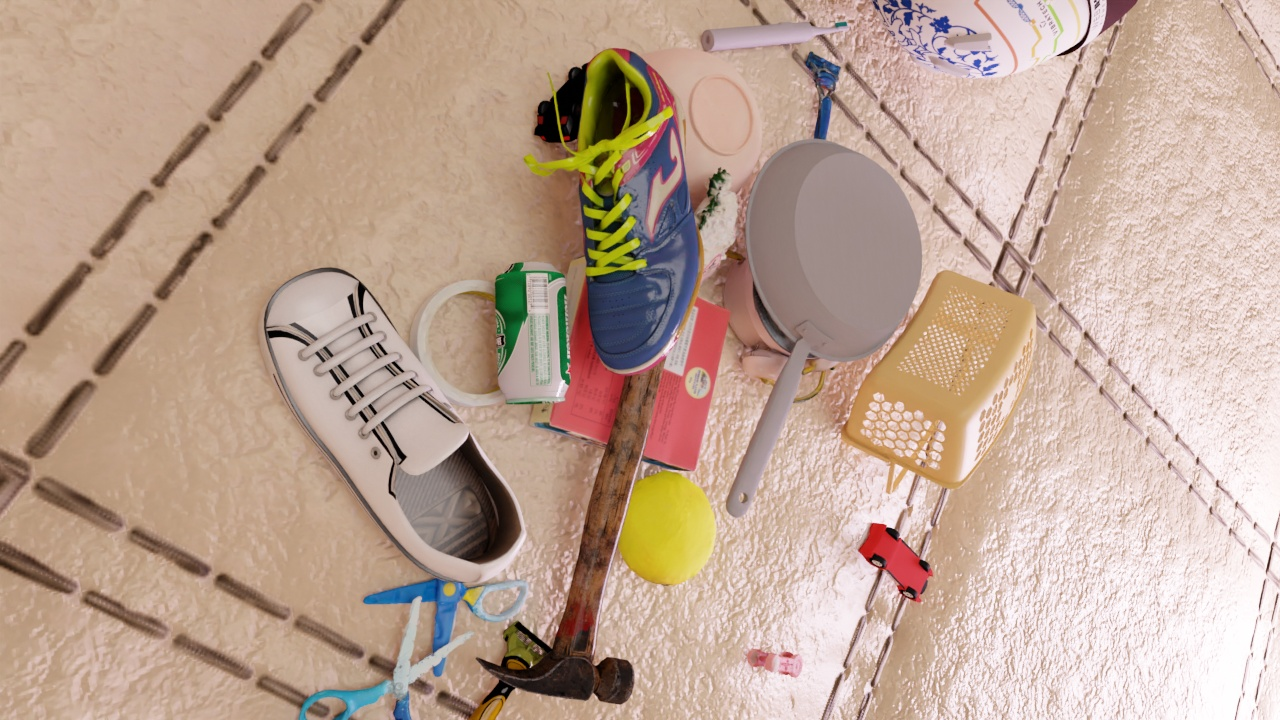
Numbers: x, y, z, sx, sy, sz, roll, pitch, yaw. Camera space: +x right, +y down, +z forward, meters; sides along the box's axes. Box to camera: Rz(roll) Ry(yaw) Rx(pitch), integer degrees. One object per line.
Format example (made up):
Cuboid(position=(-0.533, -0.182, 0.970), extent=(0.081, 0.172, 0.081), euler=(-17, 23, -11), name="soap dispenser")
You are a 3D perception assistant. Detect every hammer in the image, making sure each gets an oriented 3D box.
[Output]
Cuboid(position=(-0.025, 0.086, 0.690), extent=(0.120, 0.033, 0.330), euler=(18, 81, -29), name="hammer")

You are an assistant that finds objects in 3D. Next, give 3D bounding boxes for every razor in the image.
Cuboid(position=(0.178, -0.233, 0.901), extent=(0.043, 0.018, 0.140), euler=(13, 78, -32), name="razor")
Cuboid(position=(-0.117, 0.261, 0.664), extent=(0.044, 0.021, 0.143), euler=(46, 66, -21), name="razor")

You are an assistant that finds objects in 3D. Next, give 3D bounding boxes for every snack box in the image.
Cuboid(position=(-0.004, 0.004, 0.748), extent=(0.144, 0.040, 0.142), euler=(21, 75, -30), name="snack box")

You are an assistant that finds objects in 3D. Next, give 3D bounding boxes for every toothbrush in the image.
Cuboid(position=(0.135, -0.314, 0.881), extent=(0.187, 0.018, 0.019), euler=(-18, 97, -33), name="toothbrush")

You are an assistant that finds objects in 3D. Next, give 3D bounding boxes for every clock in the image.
Cuboid(position=(0.136, -0.040, 0.831), extent=(0.116, 0.059, 0.158), euler=(-17, 95, -32), name="clock")

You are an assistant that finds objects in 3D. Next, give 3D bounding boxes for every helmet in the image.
Cuboid(position=(0.349, -0.396, 0.901), extent=(0.314, 0.231, 0.236), euler=(28, 103, -23), name="helmet")

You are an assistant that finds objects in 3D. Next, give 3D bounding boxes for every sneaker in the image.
Cuboid(position=(-0.020, -0.111, 0.672), extent=(0.091, 0.116, 0.241), euler=(29, 58, -63), name="sneaker")
Cuboid(position=(-0.158, 0.046, 0.607), extent=(0.091, 0.097, 0.245), euler=(-34, 98, -31), name="sneaker")

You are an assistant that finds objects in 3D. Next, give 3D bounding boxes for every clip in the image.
Cuboid(position=(0.124, 0.266, 0.809), extent=(0.060, 0.045, 0.023), euler=(18, 79, -16), name="clip")

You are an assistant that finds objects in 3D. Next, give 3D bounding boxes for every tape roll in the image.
Cuboid(position=(-0.124, -0.013, 0.685), extent=(0.094, 0.019, 0.094), euler=(3, 84, -32), name="tape roll")

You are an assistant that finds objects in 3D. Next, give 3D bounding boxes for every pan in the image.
Cuboid(position=(0.149, -0.032, 0.781), extent=(0.200, 0.051, 0.355), euler=(32, 67, -26), name="pan")

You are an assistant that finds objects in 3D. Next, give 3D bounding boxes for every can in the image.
Cuboid(position=(-0.079, -0.019, 0.670), extent=(0.053, 0.053, 0.101), euler=(0, 85, -33), name="can")

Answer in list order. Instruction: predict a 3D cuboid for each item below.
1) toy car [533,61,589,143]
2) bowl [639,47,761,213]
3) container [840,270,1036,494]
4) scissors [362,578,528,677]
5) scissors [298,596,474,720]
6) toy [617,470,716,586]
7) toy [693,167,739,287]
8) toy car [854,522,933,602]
Cuboid(position=(-0.047, -0.208, 0.742), extent=(0.091, 0.042, 0.036), euler=(-55, 136, -24), name="toy car")
Cuboid(position=(0.048, -0.200, 0.780), extent=(0.152, 0.076, 0.153), euler=(3, 84, -32), name="bowl")
Cuboid(position=(0.293, 0.030, 0.890), extent=(0.183, 0.129, 0.167), euler=(-49, 151, -27), name="container")
Cuboid(position=(-0.137, 0.164, 0.666), extent=(0.130, 0.014, 0.125), euler=(12, 78, -28), name="scissors")
Cuboid(position=(-0.164, 0.233, 0.635), extent=(0.129, 0.014, 0.119), euler=(-35, 106, -25), name="scissors")
Cuboid(position=(0.021, 0.137, 0.752), extent=(0.095, 0.041, 0.094), euler=(7, 76, -31), name="toy")
Cuboid(position=(0.057, -0.097, 0.764), extent=(0.041, 0.109, 0.095), euler=(26, 72, 10), name="toy")
Cuboid(position=(0.252, 0.199, 0.903), extent=(0.089, 0.025, 0.038), euler=(45, 64, -22), name="toy car")
